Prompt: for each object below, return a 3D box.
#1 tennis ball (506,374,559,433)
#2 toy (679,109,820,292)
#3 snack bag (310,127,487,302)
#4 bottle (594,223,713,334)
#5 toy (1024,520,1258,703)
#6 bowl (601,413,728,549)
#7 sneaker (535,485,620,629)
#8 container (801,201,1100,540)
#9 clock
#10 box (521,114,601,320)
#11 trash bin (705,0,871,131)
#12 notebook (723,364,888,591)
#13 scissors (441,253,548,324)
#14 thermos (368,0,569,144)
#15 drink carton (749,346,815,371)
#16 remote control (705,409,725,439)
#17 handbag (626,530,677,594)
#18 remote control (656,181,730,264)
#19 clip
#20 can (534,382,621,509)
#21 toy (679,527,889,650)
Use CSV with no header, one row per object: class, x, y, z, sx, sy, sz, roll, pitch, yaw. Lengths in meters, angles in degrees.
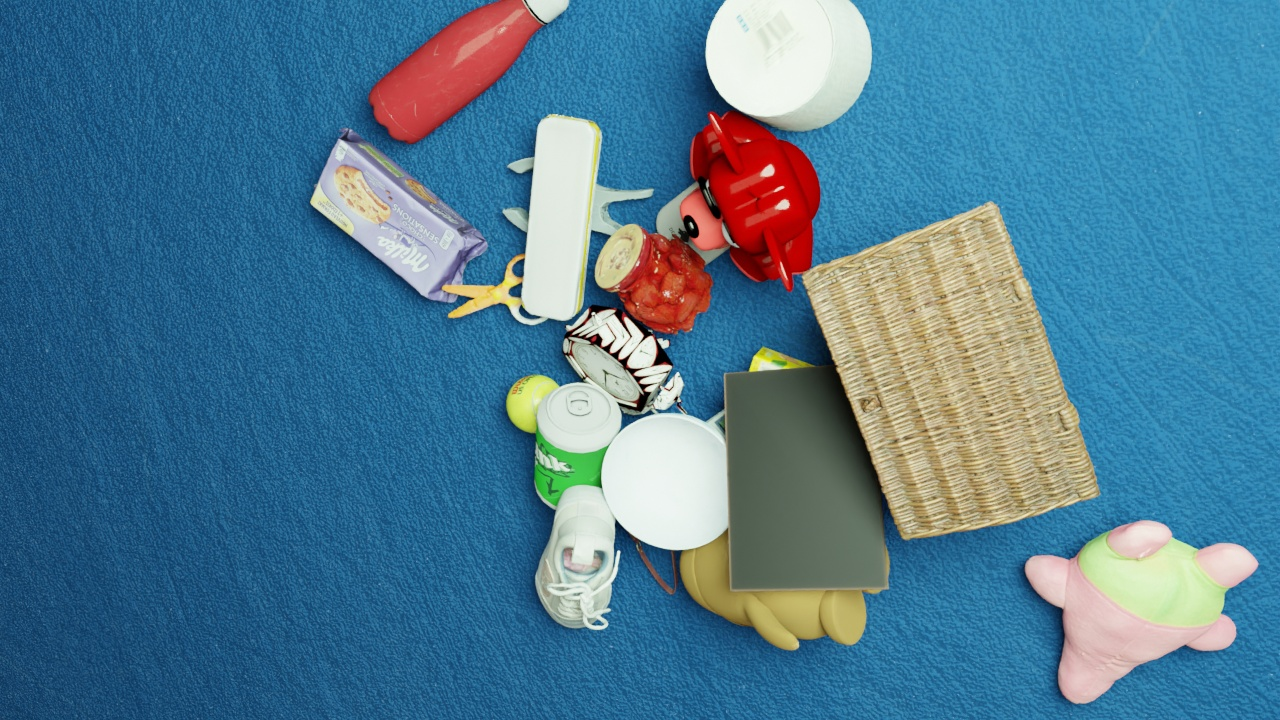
tennis ball,-0.117,0.049,1.026,0.065,0.065,0.065,5,106,18
toy,0.096,-0.141,0.807,0.121,0.197,0.158,-21,98,15
snack bag,-0.268,-0.160,1.027,0.205,0.058,0.097,39,118,2
bottle,0.014,-0.081,0.917,0.111,0.098,0.099,27,119,-33
toy,0.460,0.239,0.867,0.192,0.096,0.237,20,124,10
bowl,0.039,0.115,0.953,0.144,0.074,0.144,4,105,14
sneaker,-0.072,0.245,1.007,0.089,0.090,0.243,7,135,-4
container,0.275,-0.001,0.809,0.162,0.182,0.250,-19,97,23
clock,-0.006,0.006,0.962,0.154,0.065,0.115,46,157,-13
box,-0.082,-0.146,0.952,0.064,0.033,0.210,13,110,16
trash bin,0.127,-0.267,0.800,0.133,0.161,0.133,5,106,18
notebook,0.151,0.108,0.859,0.141,0.008,0.209,-5,73,15
scissors,-0.156,-0.064,1.019,0.133,0.012,0.097,-24,101,4
thermos,-0.173,-0.314,0.942,0.240,0.073,0.073,-29,94,23
drink carton,0.176,0.030,0.921,0.134,0.058,0.043,21,106,12
remote control,0.069,0.100,0.997,0.144,0.024,0.049,-40,90,26
handbag,0.017,0.214,1.049,0.055,0.029,0.119,-15,104,21
remote control,0.086,-0.156,0.923,0.151,0.019,0.074,-35,91,24
clip,-0.071,-0.145,0.979,0.167,0.028,0.127,18,111,15
can,-0.069,0.096,0.987,0.088,0.087,0.140,22,137,13
toy,0.134,0.219,0.948,0.204,0.198,0.162,-8,117,41
